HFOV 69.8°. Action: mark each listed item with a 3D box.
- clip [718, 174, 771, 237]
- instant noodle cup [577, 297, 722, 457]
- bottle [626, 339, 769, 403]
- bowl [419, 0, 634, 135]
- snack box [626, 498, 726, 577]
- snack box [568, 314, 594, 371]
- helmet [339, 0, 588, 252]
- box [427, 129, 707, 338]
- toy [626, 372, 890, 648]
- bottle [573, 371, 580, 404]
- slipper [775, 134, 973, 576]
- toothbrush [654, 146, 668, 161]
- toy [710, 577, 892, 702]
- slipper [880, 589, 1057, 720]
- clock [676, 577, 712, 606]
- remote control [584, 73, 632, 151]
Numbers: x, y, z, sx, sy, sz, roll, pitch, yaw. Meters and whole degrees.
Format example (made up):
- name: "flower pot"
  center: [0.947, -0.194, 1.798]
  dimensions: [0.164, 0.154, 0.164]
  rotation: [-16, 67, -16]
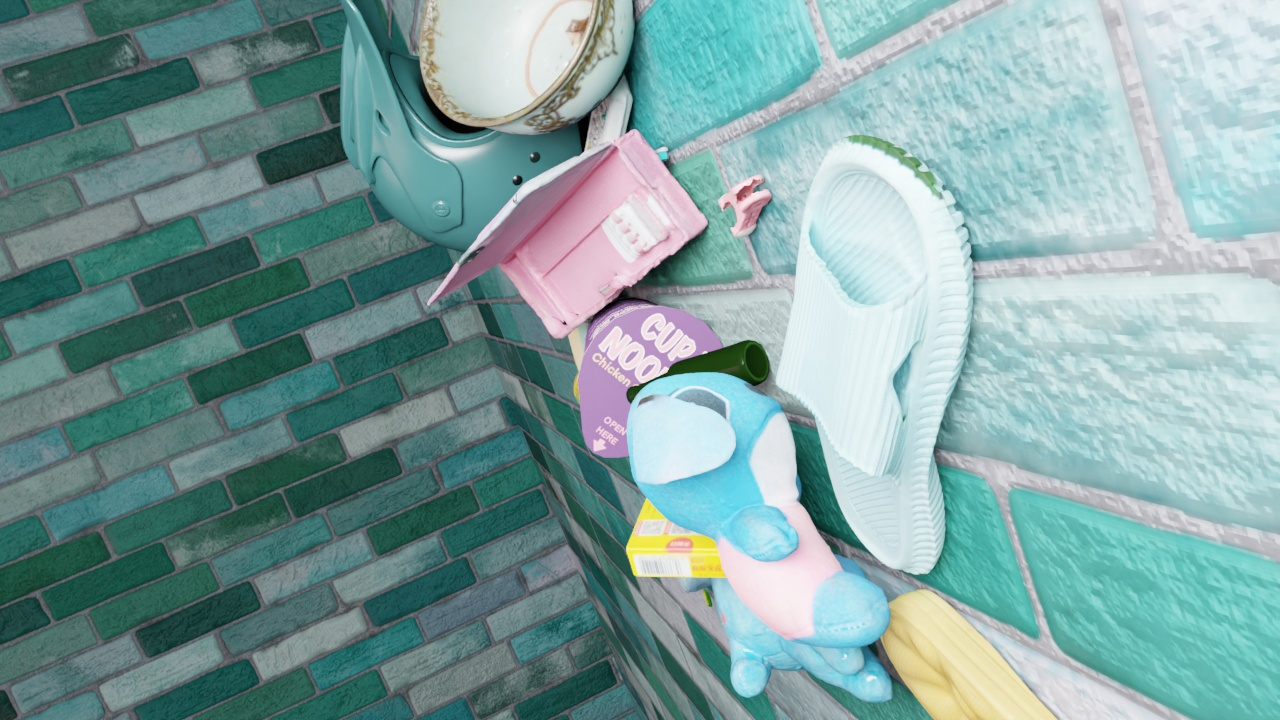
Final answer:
- name: "clip"
  center: [0.062, -0.100, 0.561]
  dimensions: [0.045, 0.023, 0.060]
  rotation: [58, 170, 28]
- name: "instant noodle cup"
  center: [-0.005, 0.005, 0.785]
  dimensions: [0.122, 0.137, 0.122]
  rotation: [38, -173, -19]
- name: "bottle"
  center: [0.037, 0.014, 0.679]
  dimensions: [0.123, 0.032, 0.033]
  rotation: [-17, 97, 42]
- name: "bowl"
  center: [-0.063, -0.224, 0.632]
  dimensions: [0.093, 0.160, 0.160]
  rotation: [12, -137, -55]
- name: "snack box"
  center: [0.046, 0.099, 0.669]
  dimensions: [0.151, 0.075, 0.025]
  rotation: [-62, -36, -58]
- name: "snack box"
  center: [-0.059, -0.033, 1.047]
  dimensions: [0.141, 0.044, 0.194]
  rotation: [-113, 10, -45]
- name: "helmet"
  center: [-0.156, -0.215, 0.778]
  dimensions: [0.275, 0.200, 0.176]
  rotation: [83, 169, -46]
- name: "box"
  center: [-0.068, -0.072, 0.713]
  dimensions: [0.106, 0.115, 0.233]
  rotation: [51, 147, -7]
- name: "toy"
  center: [0.072, 0.086, 0.561]
  dimensions: [0.191, 0.099, 0.224]
  rotation: [51, -169, 11]
- name: "bottle"
  center: [0.023, 0.070, 0.851]
  dimensions: [0.210, 0.068, 0.068]
  rotation: [41, 154, 35]
- name: "slipper"
  center: [0.109, 0.016, 0.467]
  dimensions: [0.116, 0.069, 0.276]
  rotation: [-124, 16, -51]
- name: "toothbrush"
  center: [-0.009, -0.155, 0.740]
  dimensions: [0.188, 0.018, 0.019]
  rotation: [-166, 65, -74]
- name: "toy"
  center: [0.108, 0.193, 0.661]
  dimensions: [0.183, 0.115, 0.180]
  rotation: [46, 179, -23]
- name: "slipper"
  center: [0.196, 0.236, 0.470]
  dimensions: [0.263, 0.078, 0.100]
  rotation: [54, 164, 44]
- name: "clock"
  center: [0.050, 0.173, 0.974]
  dimensions: [0.118, 0.060, 0.162]
  rotation: [83, 164, -54]
- name: "remote control"
  center: [-0.028, -0.167, 0.725]
  dimensions: [0.134, 0.022, 0.050]
  rotation: [106, 156, -49]
